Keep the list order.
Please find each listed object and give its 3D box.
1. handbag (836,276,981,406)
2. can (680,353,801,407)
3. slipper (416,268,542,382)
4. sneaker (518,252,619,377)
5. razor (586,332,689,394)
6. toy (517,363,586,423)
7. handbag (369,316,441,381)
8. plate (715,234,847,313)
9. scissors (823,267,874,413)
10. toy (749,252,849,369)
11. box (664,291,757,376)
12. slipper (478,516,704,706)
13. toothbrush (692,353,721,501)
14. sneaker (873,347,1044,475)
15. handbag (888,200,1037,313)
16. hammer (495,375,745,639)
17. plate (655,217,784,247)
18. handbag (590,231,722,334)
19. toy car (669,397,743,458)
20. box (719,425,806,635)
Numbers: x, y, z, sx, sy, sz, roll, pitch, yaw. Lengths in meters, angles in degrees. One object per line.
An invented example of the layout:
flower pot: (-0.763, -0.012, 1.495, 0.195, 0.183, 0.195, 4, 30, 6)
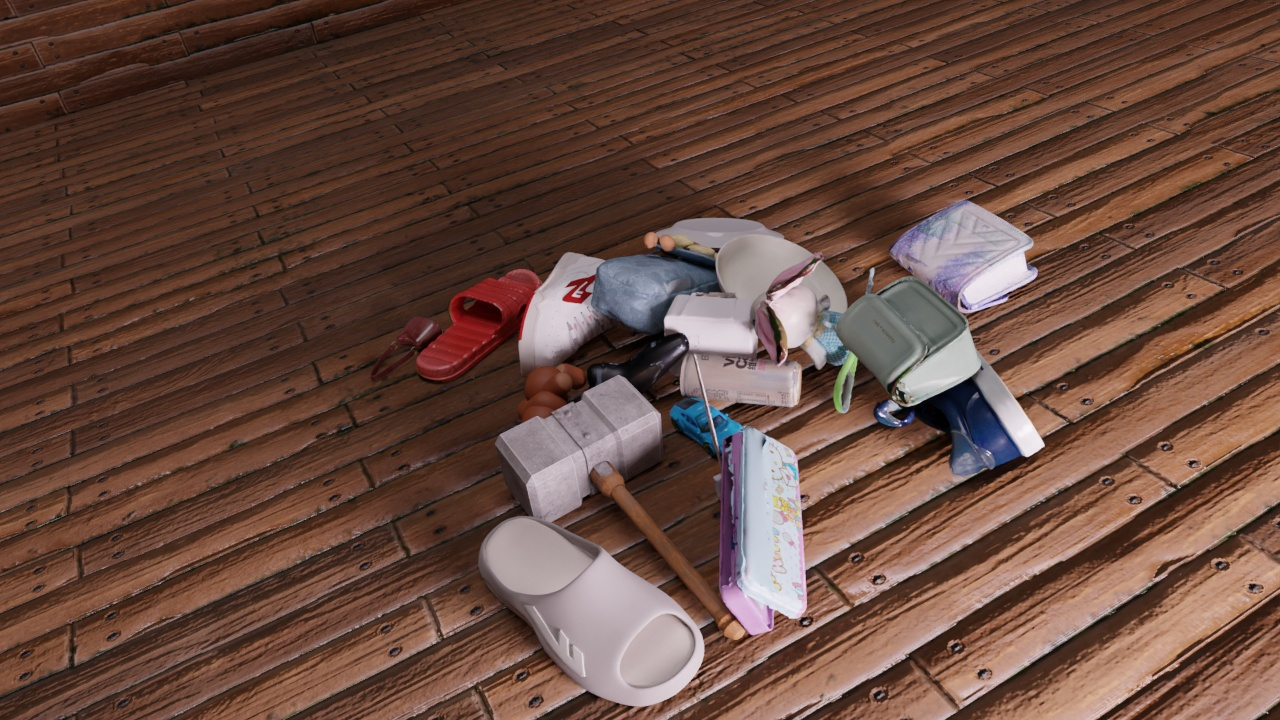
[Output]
handbag: (0.276, -0.021, 0.950, 0.106, 0.067, 0.121, -31, 39, 1)
can: (0.118, 0.023, 1.073, 0.136, 0.054, 0.054, 5, 39, 16)
slipper: (-0.220, -0.064, 1.270, 0.104, 0.059, 0.248, 12, 43, 27)
sneaker: (-0.080, -0.059, 1.217, 0.104, 0.090, 0.235, 8, 36, 13)
razor: (-0.006, 0.006, 1.094, 0.141, 0.064, 0.053, -34, 23, 18)
toy: (-0.108, 0.060, 1.078, 0.095, 0.065, 0.127, -38, 34, 38)
handbag: (-0.329, -0.014, 1.259, 0.055, 0.029, 0.119, 13, 47, 31)
plate: (0.178, -0.091, 1.190, 0.182, 0.034, 0.182, 12, 46, -13)
scissors: (0.249, -0.023, 1.051, 0.021, 0.171, 0.172, 13, -4, 43)
toy: (0.186, -0.050, 1.059, 0.106, 0.131, 0.205, 22, 2, 37)
box: (0.090, -0.041, 1.127, 0.107, 0.102, 0.091, 3, 36, 14)
slipper: (-0.063, 0.207, 0.839, 0.112, 0.081, 0.266, -41, 46, -23)
toothbrush: (0.068, 0.071, 0.916, 0.010, 0.182, 0.010, -24, 32, -14)
sneaker: (0.316, 0.019, 1.016, 0.127, 0.120, 0.294, -33, 35, 15)
handbag: (0.423, -0.134, 1.209, 0.126, 0.069, 0.158, -30, 38, -2)
hammer: (0.001, 0.159, 0.914, 0.162, 0.083, 0.317, -27, 47, -21)
plate: (0.114, -0.190, 1.338, 0.188, 0.016, 0.188, 0, 18, 0)
handbag: (0.030, -0.109, 1.197, 0.122, 0.119, 0.191, 29, 29, 34)
toy car: (0.077, 0.072, 1.038, 0.048, 0.032, 0.105, -29, 42, -24)
box: (0.111, 0.152, 0.874, 0.065, 0.078, 0.213, -35, 26, 28)
